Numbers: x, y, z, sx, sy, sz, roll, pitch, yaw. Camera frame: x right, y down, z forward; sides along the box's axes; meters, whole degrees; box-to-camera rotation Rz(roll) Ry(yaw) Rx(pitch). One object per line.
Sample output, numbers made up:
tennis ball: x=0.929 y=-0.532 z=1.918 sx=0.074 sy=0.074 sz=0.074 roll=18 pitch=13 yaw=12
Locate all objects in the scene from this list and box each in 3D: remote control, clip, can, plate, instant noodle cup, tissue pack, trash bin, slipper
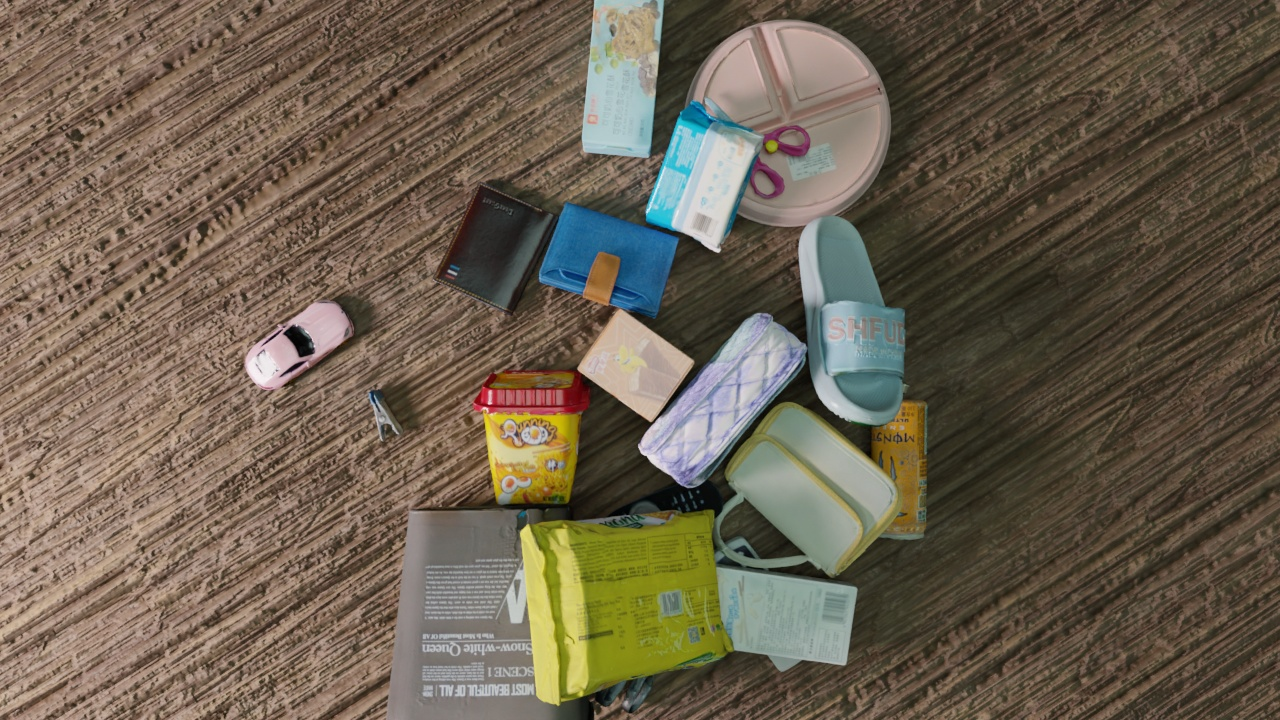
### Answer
remote control: x=0.131 y=0.263 z=0.996 sx=0.058 sy=0.021 sz=0.150 roll=-38 pitch=91 yaw=-1
remote control: x=0.025 y=0.166 z=0.989 sx=0.136 sy=0.024 sz=0.053 roll=-23 pitch=90 yaw=12
clip: x=-0.277 y=0.058 z=0.992 sx=0.029 sy=0.024 sz=0.057 roll=-18 pitch=94 yaw=2
can: x=0.276 y=0.114 z=0.982 sx=0.058 sy=0.058 sz=0.146 roll=1 pitch=89 yaw=-1
plate: x=0.162 y=-0.262 z=1.001 sx=0.229 sy=0.028 sz=0.229 roll=0 pitch=90 yaw=-2
instant noodle cup: x=-0.110 y=0.080 z=0.956 sx=0.116 sy=0.116 sz=0.124 roll=0 pitch=100 yaw=-1
tissue pack: x=0.066 y=-0.190 z=0.961 sx=0.090 sy=0.063 sz=0.140 roll=24 pitch=117 yaw=9
trash bin: x=-0.146 y=0.256 z=0.913 sx=0.199 sy=0.199 sz=0.219 roll=0 pitch=83 yaw=-1
slipper: x=0.223 y=-0.048 z=0.936 sx=0.104 sy=0.074 sz=0.245 roll=9 pitch=62 yaw=-28

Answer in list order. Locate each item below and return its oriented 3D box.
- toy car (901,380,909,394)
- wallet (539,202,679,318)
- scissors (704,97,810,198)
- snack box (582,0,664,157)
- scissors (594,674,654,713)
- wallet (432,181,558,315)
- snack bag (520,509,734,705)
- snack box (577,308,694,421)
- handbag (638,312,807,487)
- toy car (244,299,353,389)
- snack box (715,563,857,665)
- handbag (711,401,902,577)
toy car: x=0.244 y=0.019 z=0.992 sx=0.090 sy=0.042 sz=0.035 roll=16 pitch=100 yaw=1
wallet: x=-0.033 y=-0.107 z=0.979 sx=0.133 sy=0.040 sz=0.106 roll=17 pitch=64 yaw=-1
scissors: x=0.110 y=-0.225 z=0.980 sx=0.136 sy=0.017 sz=0.105 roll=13 pitch=95 yaw=4
snack box: x=-0.019 y=-0.309 z=0.986 sx=0.074 sy=0.051 sz=0.175 roll=5 pitch=89 yaw=-2
scissors: x=0.011 y=0.301 z=0.972 sx=0.014 sy=0.159 sz=0.174 roll=24 pitch=121 yaw=34
wallet: x=-0.158 y=-0.122 z=0.999 sx=0.096 sy=0.020 sz=0.122 roll=25 pitch=87 yaw=0
snack bag: x=-0.003 y=0.223 z=0.864 sx=0.068 sy=0.246 sz=0.158 roll=-17 pitch=75 yaw=42
snack box: x=-0.006 y=0.006 z=0.962 sx=0.094 sy=0.093 sz=0.077 roll=35 pitch=89 yaw=-1
handbag: x=0.084 y=0.043 z=0.942 sx=0.075 sy=0.134 sz=0.194 roll=43 pitch=89 yaw=-4
toy car: x=-0.367 y=-0.017 z=0.985 sx=0.122 sy=0.037 sz=0.056 roll=-37 pitch=91 yaw=-2
snack box: x=0.145 y=0.268 z=0.971 sx=0.157 sy=0.027 sz=0.084 roll=8 pitch=90 yaw=-1
handbag: x=0.159 y=0.150 z=0.954 sx=0.163 sy=0.063 sz=0.179 roll=42 pitch=94 yaw=24
